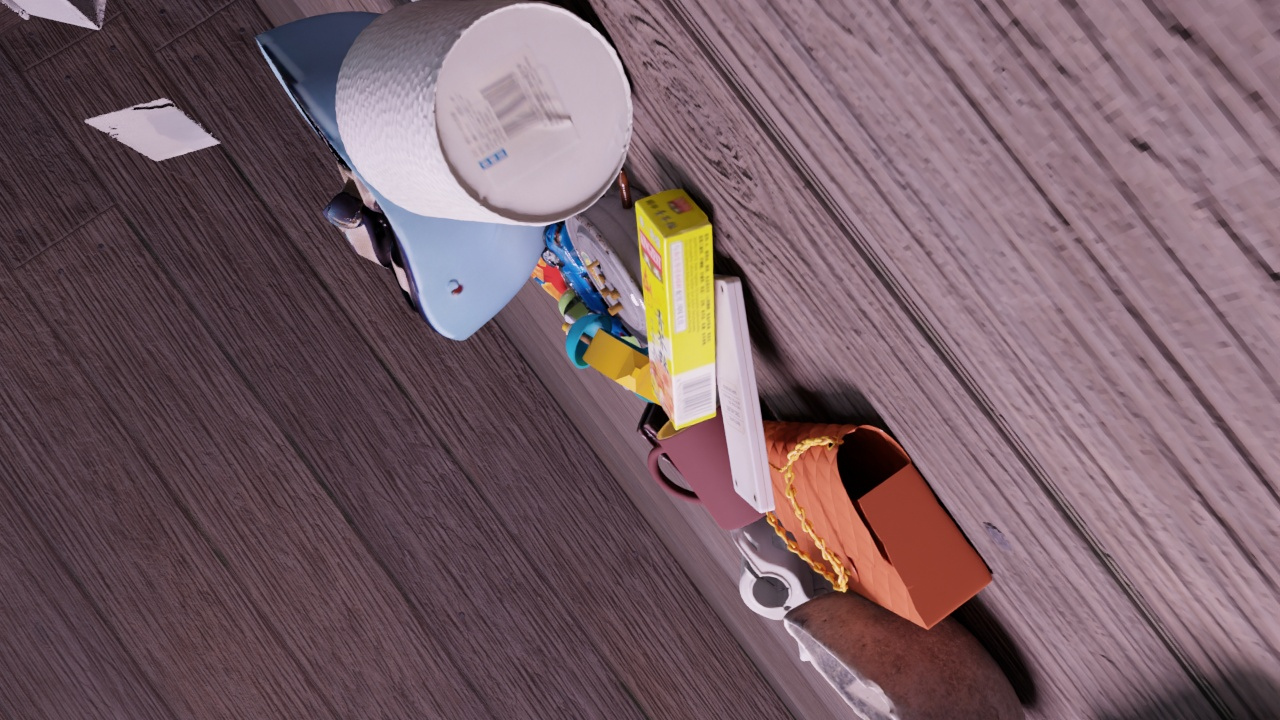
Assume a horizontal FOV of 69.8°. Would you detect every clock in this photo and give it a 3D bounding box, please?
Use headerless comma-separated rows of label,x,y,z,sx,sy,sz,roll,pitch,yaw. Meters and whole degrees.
clock,-0.004,0.004,0.670,0.099,0.044,0.130,27,-177,-26
clock,0.002,-0.050,0.599,0.148,0.056,0.104,58,171,-16
clock,-0.041,-0.029,0.937,0.119,0.042,0.094,39,162,56

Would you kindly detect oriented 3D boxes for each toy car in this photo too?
toy car,-0.026,-0.068,0.690,0.044,0.056,0.120,8,146,42

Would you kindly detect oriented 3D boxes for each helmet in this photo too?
helmet,-0.172,-0.156,0.711,0.266,0.166,0.225,56,169,-28

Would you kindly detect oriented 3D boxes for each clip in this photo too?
clip,0.114,0.164,0.728,0.144,0.075,0.124,52,-160,-11

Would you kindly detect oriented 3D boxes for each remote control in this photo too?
remote control,0.057,0.017,0.535,0.050,0.011,0.136,-147,46,-76

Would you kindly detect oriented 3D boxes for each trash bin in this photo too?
trash bin,-0.086,-0.136,0.508,0.133,0.133,0.161,58,165,-28

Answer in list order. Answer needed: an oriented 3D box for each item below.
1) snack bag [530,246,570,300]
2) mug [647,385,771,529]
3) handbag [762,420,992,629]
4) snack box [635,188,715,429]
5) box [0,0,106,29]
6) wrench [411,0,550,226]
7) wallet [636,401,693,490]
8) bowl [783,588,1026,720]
snack bag,-0.117,-0.123,0.972,0.131,0.039,0.144,49,170,26
mug,0.053,0.075,0.676,0.082,0.106,0.073,54,-144,-7
handbag,0.115,0.087,0.547,0.109,0.060,0.172,58,171,-2
snack box,0.022,-0.025,0.533,0.040,0.029,0.148,-122,19,-44
box,-0.313,-0.382,0.678,0.167,0.379,0.172,-164,55,-76
wrench,-0.122,-0.214,0.607,0.273,0.066,0.018,60,155,-14
wallet,0.044,0.070,0.789,0.099,0.031,0.119,46,-163,-4
bowl,0.179,0.203,0.573,0.178,0.081,0.178,47,169,11
